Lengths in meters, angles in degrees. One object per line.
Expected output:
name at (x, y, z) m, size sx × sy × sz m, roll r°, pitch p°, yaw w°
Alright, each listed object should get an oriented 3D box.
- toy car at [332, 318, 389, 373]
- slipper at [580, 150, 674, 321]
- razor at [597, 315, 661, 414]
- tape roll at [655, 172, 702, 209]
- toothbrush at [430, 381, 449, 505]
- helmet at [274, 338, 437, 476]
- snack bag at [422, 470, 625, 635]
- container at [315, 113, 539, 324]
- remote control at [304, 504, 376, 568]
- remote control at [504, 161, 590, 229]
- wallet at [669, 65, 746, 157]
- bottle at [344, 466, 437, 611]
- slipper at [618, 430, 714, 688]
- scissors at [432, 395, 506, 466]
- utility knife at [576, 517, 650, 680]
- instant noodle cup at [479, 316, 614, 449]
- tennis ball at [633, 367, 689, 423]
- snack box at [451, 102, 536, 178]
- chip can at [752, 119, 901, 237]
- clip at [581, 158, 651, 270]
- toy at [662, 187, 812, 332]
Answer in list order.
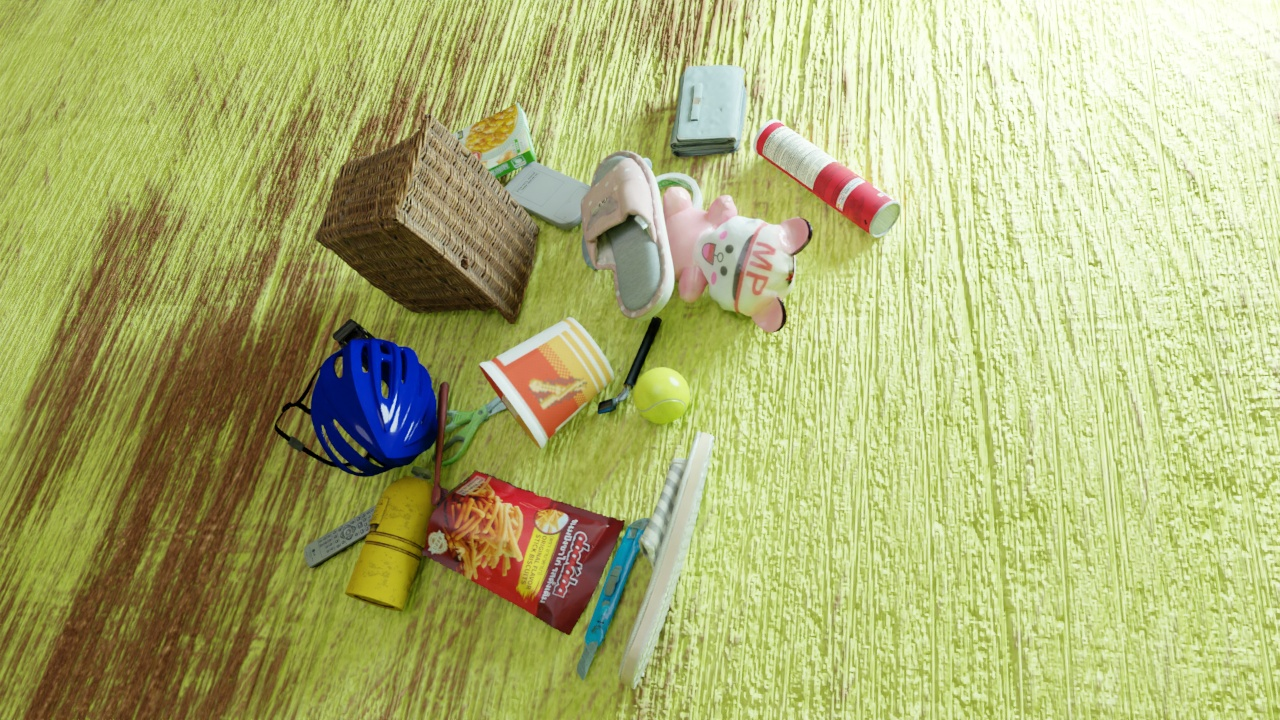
toy car at (-0.371, -0.015, 1.236) m, size 0.040 × 0.092 × 0.037 m, roll -43°, pitch 33°, yaw -6°
slipper at (-0.023, -0.165, 1.137) m, size 0.114 × 0.054 × 0.274 m, roll -41°, pitch 46°, yaw 29°
razor at (-0.007, 0.007, 1.126) m, size 0.043 × 0.022 × 0.144 m, roll -17°, pitch 40°, yaw 61°
tape roll at (0.037, -0.210, 1.234) m, size 0.094 × 0.018 × 0.093 m, roll -10°, pitch 58°, yaw 16°
toothbrush at (-0.245, 0.101, 1.139) m, size 0.016 × 0.016 × 0.189 m, roll -42°, pitch 38°, yaw 31°
helmet at (-0.356, 0.078, 1.132) m, size 0.228 × 0.148 × 0.241 m, roll -36°, pitch 34°, yaw 14°
snack bag at (-0.135, 0.210, 1.049) m, size 0.208 × 0.067 × 0.138 m, roll 20°, pitch 65°, yaw 19°
container at (-0.282, -0.167, 1.206) m, size 0.183 × 0.250 × 0.162 m, roll -6°, pitch 59°, yaw 29°
remote control at (-0.357, 0.213, 1.143) m, size 0.136 × 0.013 × 0.033 m, roll -31°, pitch 55°, yaw 2°
remote control at (-0.129, -0.234, 1.309) m, size 0.151 × 0.019 × 0.074 m, roll 29°, pitch 72°, yaw 34°
wallet at (0.093, -0.345, 1.273) m, size 0.100 × 0.054 × 0.131 m, roll -3°, pitch 66°, yaw 20°
bottle at (-0.287, 0.205, 1.086) m, size 0.071 × 0.071 × 0.163 m, roll 5°, pitch 63°, yaw 23°
slipper at (0.022, 0.200, 0.954) m, size 0.054 × 0.115 × 0.272 m, roll 17°, pitch 70°, yaw 5°
scissors at (-0.196, 0.074, 1.164) m, size 0.175 × 0.032 × 0.092 m, roll -28°, pitch 53°, yaw 8°
utility knife at (-0.032, 0.254, 0.994) m, size 0.031 × 0.015 × 0.185 m, roll -2°, pitch 59°, yaw 44°
instant noodle cup at (-0.107, 0.020, 1.100) m, size 0.121 × 0.123 × 0.123 m, roll -36°, pitch 55°, yaw -11°
tennis ball at (0.025, 0.041, 1.065) m, size 0.065 × 0.065 × 0.065 m, roll -9°, pitch 59°, yaw 16°
snack box at (-0.245, -0.313, 1.385) m, size 0.168 × 0.027 × 0.131 m, roll -23°, pitch 48°, yaw 8°
chip can at (0.231, -0.231, 1.151) m, size 0.051 × 0.052 × 0.214 m, roll -41°, pitch 56°, yaw -5°
clip at (-0.019, -0.197, 1.222) m, size 0.115 × 0.028 × 0.163 m, roll -3°, pitch 65°, yaw 37°
toy at (0.102, -0.128, 1.120) m, size 0.213 × 0.084 × 0.142 m, roll 21°, pitch 89°, yaw 34°
